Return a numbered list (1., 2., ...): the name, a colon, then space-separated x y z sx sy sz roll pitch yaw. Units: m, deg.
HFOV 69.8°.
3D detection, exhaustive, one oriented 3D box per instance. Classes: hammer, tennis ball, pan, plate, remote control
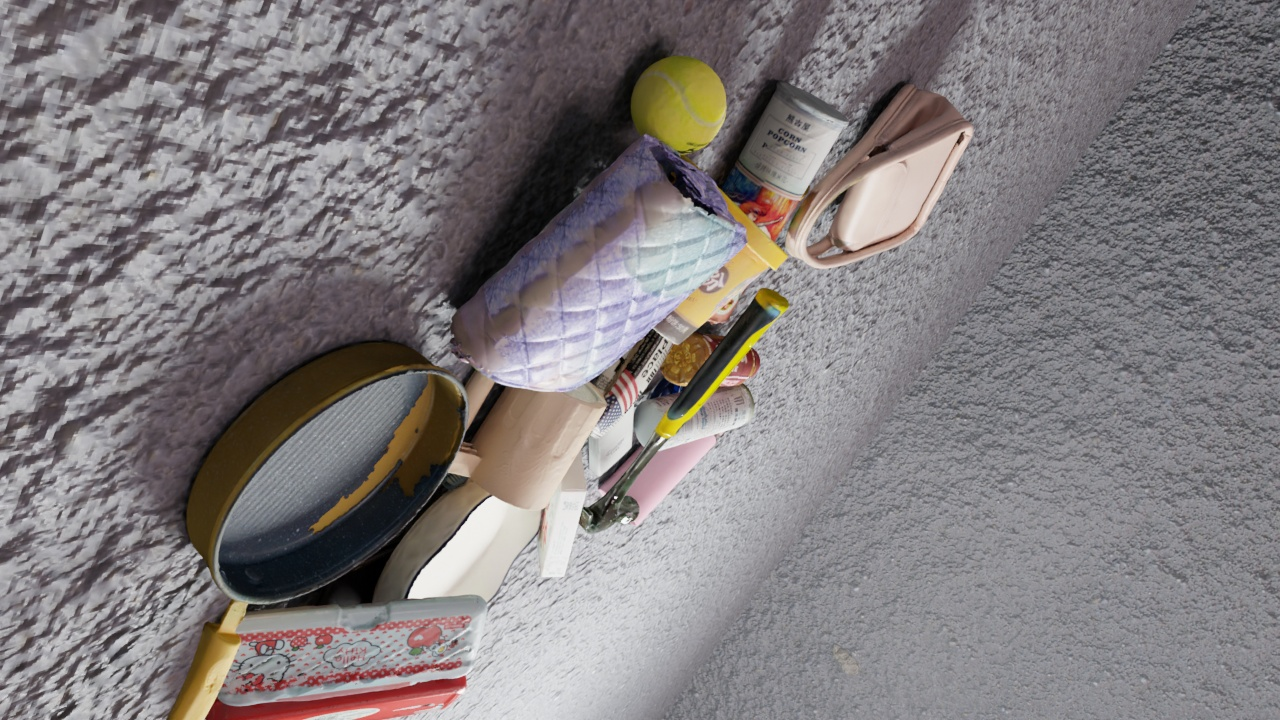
1. hammer: 0.036 0.059 0.923 0.324 0.032 0.126 -53 156 22
2. tennis ball: 0.026 -0.174 0.628 0.065 0.065 0.066 -42 158 -22
3. pan: -0.241 0.144 0.596 0.357 0.078 0.198 -48 158 -7
4. plate: -0.166 0.180 0.838 0.204 0.045 0.205 -48 160 -24
5. remote control: -0.032 0.075 0.990 0.056 0.019 0.135 -41 157 -24

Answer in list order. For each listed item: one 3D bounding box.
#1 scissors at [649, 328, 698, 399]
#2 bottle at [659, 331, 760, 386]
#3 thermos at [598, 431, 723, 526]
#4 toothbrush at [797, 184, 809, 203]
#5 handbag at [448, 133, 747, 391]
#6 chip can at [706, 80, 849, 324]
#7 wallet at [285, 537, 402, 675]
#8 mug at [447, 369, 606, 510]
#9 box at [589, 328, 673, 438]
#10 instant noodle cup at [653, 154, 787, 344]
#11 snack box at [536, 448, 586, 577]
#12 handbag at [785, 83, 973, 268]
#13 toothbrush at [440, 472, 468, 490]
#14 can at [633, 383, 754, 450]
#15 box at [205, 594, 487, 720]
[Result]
1. scissors: 0.055 -0.007 1.045 0.173 0.012 0.132 -57 157 13
2. bottle: 0.083 0.000 1.016 0.057 0.057 0.174 -57 155 15
3. thermos: 0.035 0.105 1.125 0.198 0.067 0.087 -45 130 -12
4. toothbrush: 0.115 -0.128 0.960 0.191 0.016 0.018 -43 166 -21
5. handbag: -0.028 -0.061 0.639 0.194 0.075 0.134 -40 159 19
6. chip can: 0.102 -0.139 0.835 0.071 0.071 0.215 -16 141 -56
7. wallet: -0.246 0.207 0.779 0.122 0.020 0.096 -60 163 19
8. mug: -0.102 0.053 0.749 0.124 0.084 0.104 22 107 -41
9. box: -0.008 0.003 0.894 0.164 0.052 0.068 -57 149 -4
10. instant noodle cup: 0.037 -0.085 0.743 0.114 0.118 0.118 -45 160 10
11. snack box: -0.082 0.140 0.911 0.027 0.084 0.157 2 137 -15
12. handbag: 0.257 -0.191 1.057 0.233 0.093 0.194 -34 155 -27
13. toothbrush: -0.207 0.126 0.724 0.191 0.018 0.016 -30 150 -44
14. can: 0.063 0.061 1.052 0.146 0.058 0.058 -12 138 -41
15. box: -0.231 0.248 0.728 0.200 0.058 0.162 2 132 -29
